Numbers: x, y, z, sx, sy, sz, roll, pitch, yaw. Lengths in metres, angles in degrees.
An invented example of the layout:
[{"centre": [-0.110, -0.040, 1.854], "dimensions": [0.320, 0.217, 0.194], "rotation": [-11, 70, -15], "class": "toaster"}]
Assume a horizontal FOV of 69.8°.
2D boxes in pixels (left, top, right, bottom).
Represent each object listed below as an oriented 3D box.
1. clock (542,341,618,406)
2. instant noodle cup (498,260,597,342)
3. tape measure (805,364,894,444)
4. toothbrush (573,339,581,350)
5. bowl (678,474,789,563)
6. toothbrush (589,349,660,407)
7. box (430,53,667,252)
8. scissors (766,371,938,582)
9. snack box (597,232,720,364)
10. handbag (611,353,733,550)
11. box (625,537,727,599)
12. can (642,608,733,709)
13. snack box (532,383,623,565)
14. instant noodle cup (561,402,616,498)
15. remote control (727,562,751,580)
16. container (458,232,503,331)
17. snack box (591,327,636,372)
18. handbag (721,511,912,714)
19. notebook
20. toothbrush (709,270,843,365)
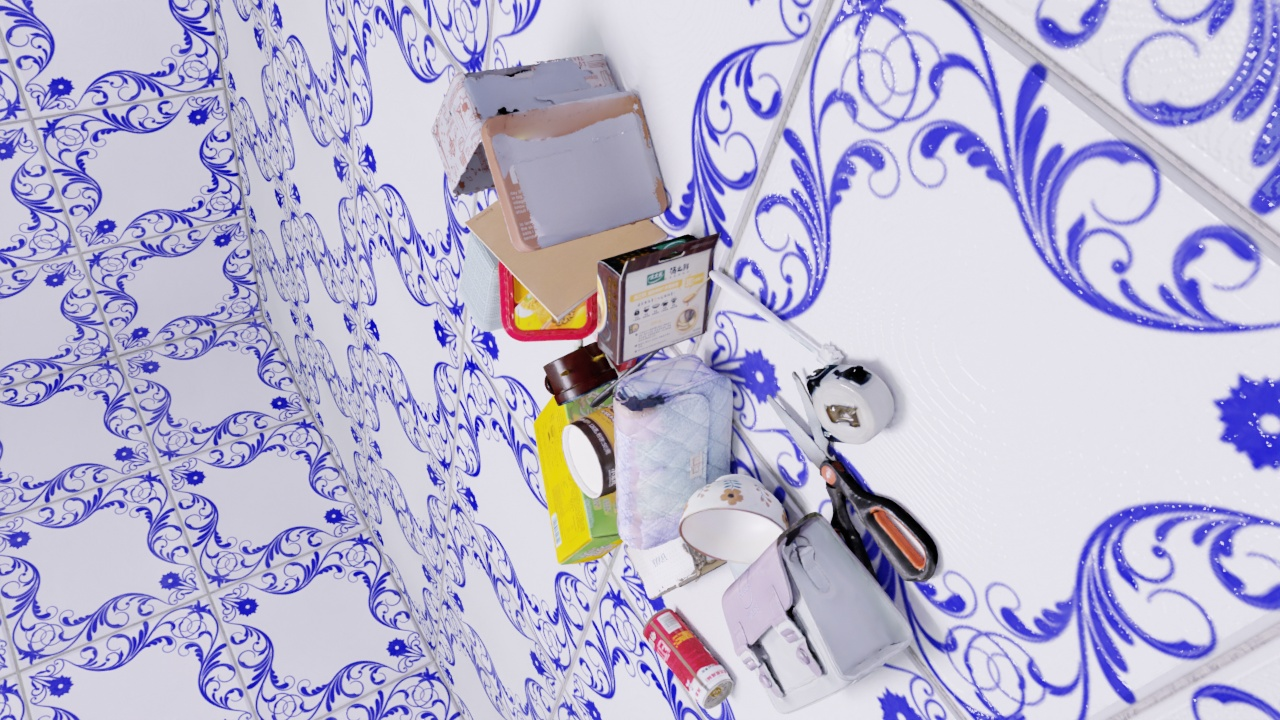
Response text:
[{"centre": [-0.076, 0.016, 1.120], "dimensions": [0.055, 0.082, 0.122], "rotation": [64, 168, -2], "class": "clock"}, {"centre": [-0.110, -0.087, 1.108], "dimensions": [0.123, 0.116, 0.116], "rotation": [-121, 29, -77], "class": "instant noodle cup"}, {"centre": [0.179, 0.037, 0.778], "dimensions": [0.066, 0.033, 0.066], "rotation": [-2, 118, 52], "class": "tape measure"}, {"centre": [-0.087, -0.017, 1.231], "dimensions": [0.012, 0.017, 0.186], "rotation": [-83, -6, -56], "class": "toothbrush"}, {"centre": [0.100, 0.158, 0.955], "dimensions": [0.114, 0.113, 0.062], "rotation": [115, 170, -53], "class": "bowl"}, {"centre": [-0.006, 0.006, 1.048], "dimensions": [0.182, 0.015, 0.018], "rotation": [-43, 61, 37], "class": "toothbrush"}, {"centre": [-0.090, -0.199, 0.953], "dimensions": [0.157, 0.182, 0.193], "rotation": [-32, 77, 62], "class": "box"}, {"centre": [0.184, 0.128, 0.852], "dimensions": [0.222, 0.021, 0.211], "rotation": [39, 140, 42], "class": "scissors"}, {"centre": [0.017, -0.069, 0.918], "dimensions": [0.053, 0.113, 0.126], "rotation": [41, 140, 42], "class": "snack box"}, {"centre": [0.033, 0.097, 0.976], "dimensions": [0.075, 0.134, 0.194], "rotation": [37, 139, 46], "class": "handbag"}, {"centre": [0.042, 0.236, 1.133], "dimensions": [0.089, 0.059, 0.185], "rotation": [64, 153, 12], "class": "box"}, {"centre": [0.062, 0.389, 1.199], "dimensions": [0.133, 0.053, 0.053], "rotation": [41, 141, 41], "class": "can"}, {"centre": [-0.076, 0.149, 1.212], "dimensions": [0.158, 0.070, 0.209], "rotation": [130, 132, -58], "class": "snack box"}, {"centre": [-0.023, 0.101, 1.095], "dimensions": [0.118, 0.114, 0.119], "rotation": [39, 140, 44], "class": "instant noodle cup"}, {"centre": [0.123, 0.236, 1.029], "dimensions": [0.056, 0.020, 0.136], "rotation": [-35, 77, 60], "class": "remote control"}, {"centre": [-0.183, -0.113, 1.219], "dimensions": [0.090, 0.089, 0.112], "rotation": [57, 148, 29], "class": "container"}, {"centre": [-0.021, -0.062, 1.078], "dimensions": [0.075, 0.025, 0.153], "rotation": [52, 148, 26], "class": "snack box"}, {"centre": [0.154, 0.251, 0.887], "dimensions": [0.145, 0.098, 0.197], "rotation": [60, 156, 22], "class": "handbag"}, {"centre": [-0.088, -0.146, 1.025], "dimensions": [0.211, 0.149, 0.012], "rotation": [45, 170, 37], "class": "notebook"}, {"centre": [0.122, -0.043, 0.855], "dimensions": [0.180, 0.016, 0.016], "rotation": [42, 134, 39], "class": "toothbrush"}]
